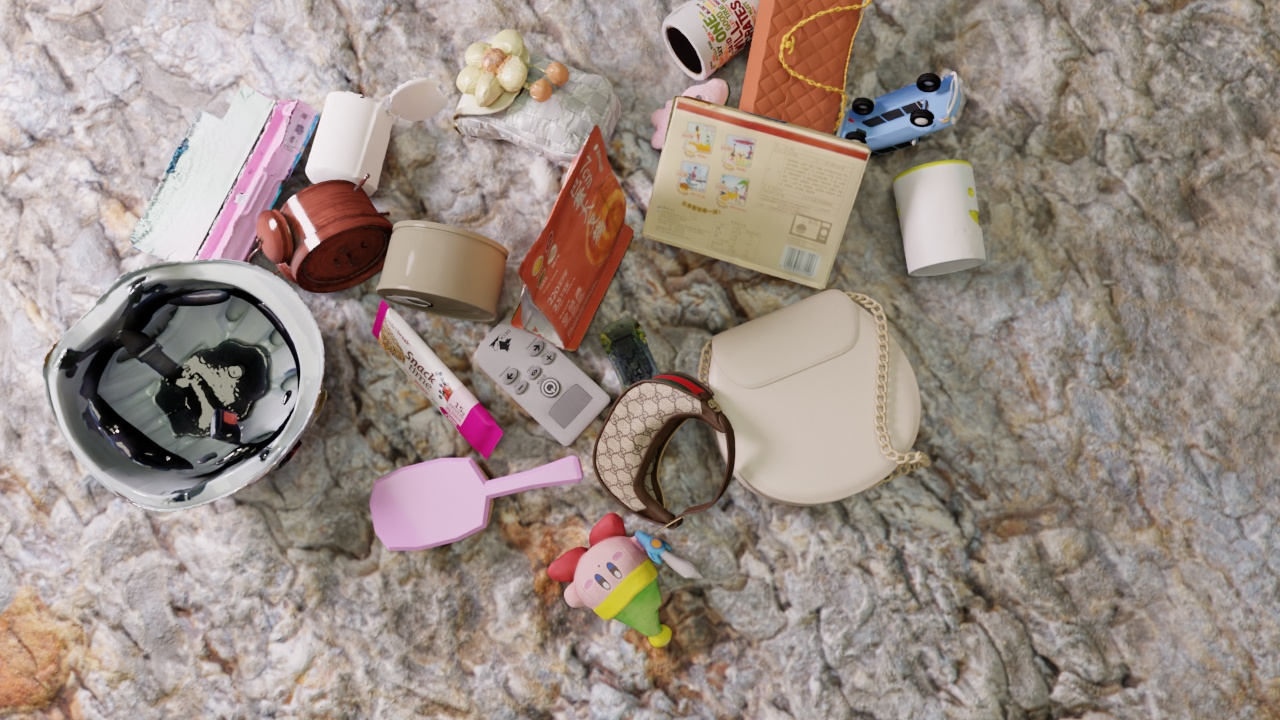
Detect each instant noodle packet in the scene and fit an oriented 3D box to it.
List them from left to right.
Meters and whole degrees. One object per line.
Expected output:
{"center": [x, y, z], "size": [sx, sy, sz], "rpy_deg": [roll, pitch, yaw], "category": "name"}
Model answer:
{"center": [-0.071, -0.118, 0.917], "size": [0.084, 0.221, 0.164], "rpy_deg": [25, 78, 4], "category": "instant noodle packet"}

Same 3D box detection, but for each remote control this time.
{"center": [-0.110, 0.019, 1.010], "size": [0.151, 0.019, 0.074], "rpy_deg": [42, 87, 7], "category": "remote control"}

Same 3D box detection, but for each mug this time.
{"center": [0.073, -0.376, 1.026], "size": [0.089, 0.073, 0.105], "rpy_deg": [-39, 49, -8], "category": "mug"}
{"center": [0.319, -0.150, 0.980], "size": [0.082, 0.082, 0.106], "rpy_deg": [-7, 84, 2], "category": "mug"}

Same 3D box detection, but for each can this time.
{"center": [-0.208, -0.093, 0.975], "size": [0.128, 0.128, 0.073], "rpy_deg": [10, 81, 4], "category": "can"}

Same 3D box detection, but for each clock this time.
{"center": [-0.344, -0.129, 0.990], "size": [0.157, 0.121, 0.072], "rpy_deg": [-30, 75, -10], "category": "clock"}

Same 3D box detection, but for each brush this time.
{"center": [-0.172, 0.142, 0.986], "size": [0.229, 0.043, 0.089], "rpy_deg": [-14, 83, 1], "category": "brush"}

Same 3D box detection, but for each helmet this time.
{"center": [-0.446, 0.018, 0.953], "size": [0.264, 0.164, 0.236], "rpy_deg": [-41, 98, -5], "category": "helmet"}

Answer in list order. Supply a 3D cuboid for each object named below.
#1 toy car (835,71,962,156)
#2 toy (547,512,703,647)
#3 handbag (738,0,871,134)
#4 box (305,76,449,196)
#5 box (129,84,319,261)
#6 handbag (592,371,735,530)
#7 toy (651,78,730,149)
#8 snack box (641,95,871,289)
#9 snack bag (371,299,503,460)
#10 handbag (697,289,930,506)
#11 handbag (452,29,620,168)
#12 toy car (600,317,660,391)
{"center": [0.275, -0.256, 0.974], "size": [0.054, 0.154, 0.056], "rpy_deg": [25, 71, -33], "category": "toy car"}
{"center": [-0.011, 0.232, 0.960], "size": [0.124, 0.097, 0.131], "rpy_deg": [-41, 64, -9], "category": "toy"}
{"center": [0.180, -0.333, 0.985], "size": [0.108, 0.060, 0.172], "rpy_deg": [5, 106, -17], "category": "handbag"}
{"center": [-0.290, -0.249, 1.017], "size": [0.144, 0.083, 0.136], "rpy_deg": [8, 82, 21], "category": "box"}
{"center": [-0.461, -0.197, 1.038], "size": [0.159, 0.066, 0.230], "rpy_deg": [23, 85, 25], "category": "box"}
{"center": [0.026, 0.098, 0.943], "size": [0.138, 0.063, 0.167], "rpy_deg": [38, 116, 20], "category": "handbag"}
{"center": [0.058, -0.262, 1.021], "size": [0.093, 0.050, 0.102], "rpy_deg": [-1, 82, 1], "category": "toy"}
{"center": [0.119, -0.179, 0.973], "size": [0.207, 0.055, 0.153], "rpy_deg": [17, 112, 7], "category": "snack box"}
{"center": [-0.224, 0.022, 0.995], "size": [0.196, 0.070, 0.016], "rpy_deg": [47, 51, 7], "category": "snack bag"}
{"center": [0.177, 0.044, 0.953], "size": [0.210, 0.103, 0.208], "rpy_deg": [-22, 79, -2], "category": "handbag"}
{"center": [-0.112, -0.284, 0.996], "size": [0.171, 0.123, 0.112], "rpy_deg": [22, 78, 11], "category": "handbag"}
{"center": [-0.006, 0.006, 1.000], "size": [0.048, 0.033, 0.105], "rpy_deg": [-23, 87, 2], "category": "toy car"}
